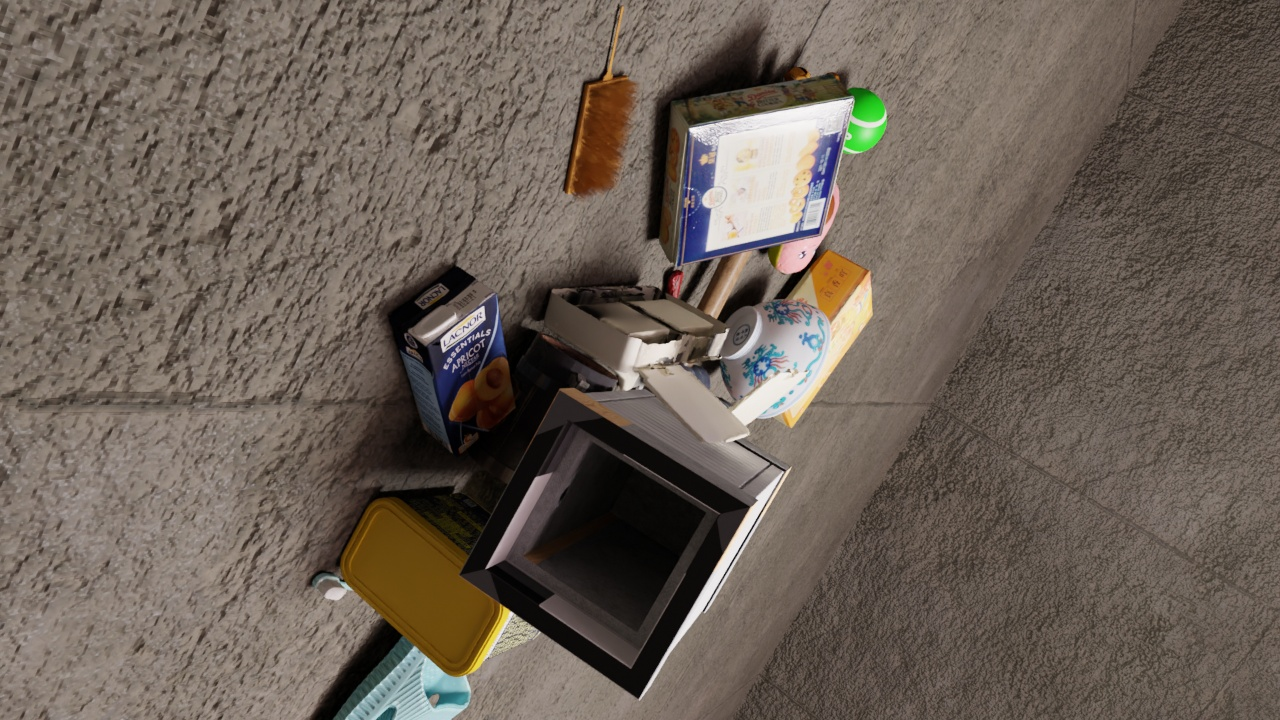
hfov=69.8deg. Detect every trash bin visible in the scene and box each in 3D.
[{"bbox_3d":[0.005,0.117,0.698,0.142,0.142,0.246,-61,167,7],"label":"trash bin"}]

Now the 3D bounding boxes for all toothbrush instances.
[{"bbox_3d":[-0.209,0.190,0.744,0.016,0.016,0.180,-52,158,-5],"label":"toothbrush"}]

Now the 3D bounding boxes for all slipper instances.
[{"bbox_3d":[-0.192,0.282,0.813,0.276,0.069,0.116,-54,160,1],"label":"slipper"}]

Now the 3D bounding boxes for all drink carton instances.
[{"bbox_3d":[-0.126,0.002,0.631,0.064,0.040,0.130,-43,153,-29],"label":"drink carton"}]

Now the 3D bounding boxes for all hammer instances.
[{"bbox_3d":[0.094,-0.104,0.903,0.322,0.040,0.129,-63,158,7],"label":"hammer"}]

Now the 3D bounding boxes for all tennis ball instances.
[{"bbox_3d":[0.217,-0.244,0.934,0.065,0.065,0.065,-43,153,-28],"label":"tennis ball"}]

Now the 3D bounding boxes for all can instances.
[{"bbox_3d":[-0.138,0.162,0.697,0.075,0.135,0.104,-60,159,9],"label":"can"}]

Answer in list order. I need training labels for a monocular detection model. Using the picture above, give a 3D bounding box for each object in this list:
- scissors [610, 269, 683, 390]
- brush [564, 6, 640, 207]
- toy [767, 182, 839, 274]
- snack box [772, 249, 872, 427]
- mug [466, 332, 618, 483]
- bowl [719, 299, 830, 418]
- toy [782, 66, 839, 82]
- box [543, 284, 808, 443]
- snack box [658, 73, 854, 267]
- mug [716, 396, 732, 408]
[{"bbox_3d":[0.000,-0.003,0.895,0.178,0.015,0.199,-18,137,-57],"label":"scissors"},{"bbox_3d":[-0.022,-0.172,0.632,0.048,0.017,0.127,-30,146,-45],"label":"brush"},{"bbox_3d":[0.175,-0.146,0.998,0.089,0.051,0.110,-24,142,-49],"label":"toy"},{"bbox_3d":[0.209,-0.029,1.176,0.195,0.080,0.145,-53,157,-7],"label":"snack box"},{"bbox_3d":[-0.073,0.046,0.711,0.107,0.080,0.116,-59,-165,4],"label":"mug"},{"bbox_3d":[0.134,-0.016,1.031,0.074,0.144,0.144,31,94,-27],"label":"bowl"},{"bbox_3d":[0.139,-0.220,0.820,0.112,0.067,0.087,-15,144,-39],"label":"toy"},{"bbox_3d":[0.023,0.004,0.732,0.143,0.180,0.080,-8,123,-51],"label":"box"},{"bbox_3d":[0.092,-0.155,0.762,0.145,0.042,0.145,-13,140,-14],"label":"snack box"},{"bbox_3d":[0.068,0.092,1.024,0.082,0.117,0.111,-44,157,19],"label":"mug"}]
